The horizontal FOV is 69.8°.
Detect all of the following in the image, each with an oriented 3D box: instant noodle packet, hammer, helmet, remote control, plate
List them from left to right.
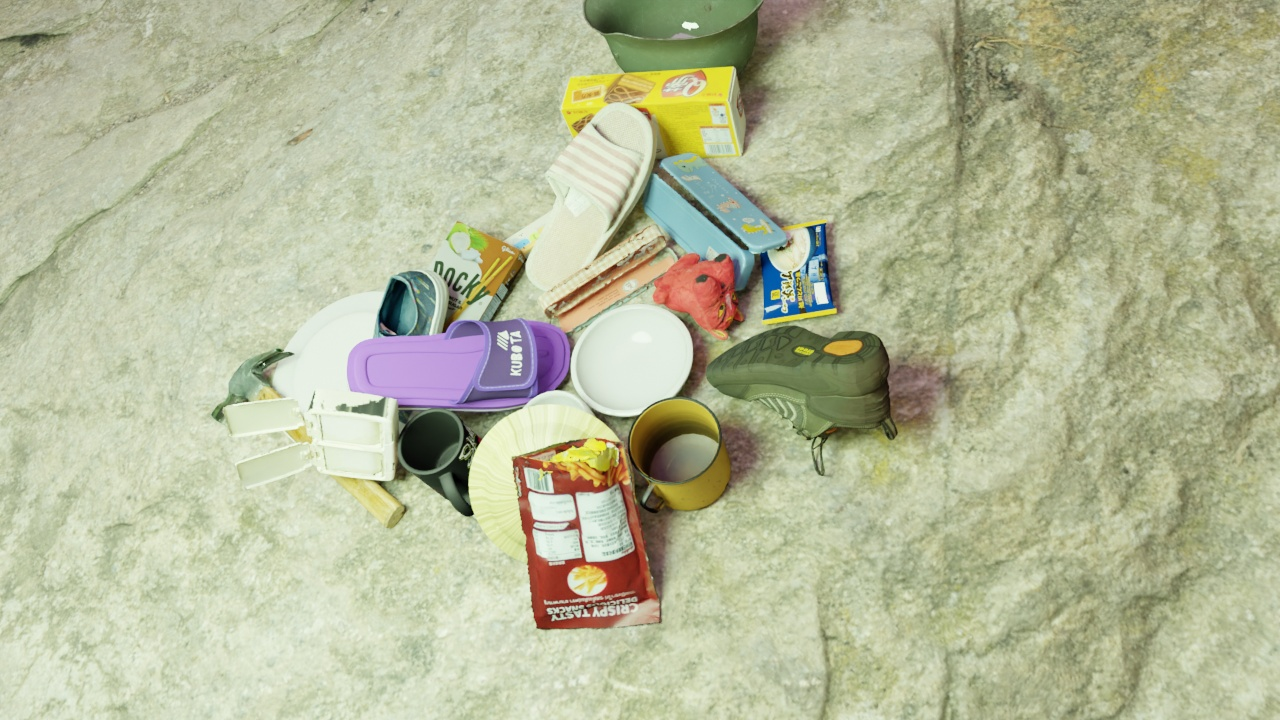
[{"bbox_3d":[-0.416,0.102,1.170,0.330,0.033,0.132,34,91,25],"label":"hammer"},{"bbox_3d":[-0.389,0.008,1.229,0.243,0.016,0.242,-7,61,13],"label":"plate"},{"bbox_3d":[-0.146,-0.167,1.249,0.125,0.018,0.038,-34,59,-5],"label":"remote control"},{"bbox_3d":[-0.099,0.142,1.002,0.184,0.036,0.184,0,96,2],"label":"plate"},{"bbox_3d":[0.053,-0.454,1.261,0.268,0.154,0.226,21,64,23],"label":"helmet"},{"bbox_3d":[0.188,-0.108,1.114,0.087,0.026,0.134,-9,61,17],"label":"instant noodle packet"}]

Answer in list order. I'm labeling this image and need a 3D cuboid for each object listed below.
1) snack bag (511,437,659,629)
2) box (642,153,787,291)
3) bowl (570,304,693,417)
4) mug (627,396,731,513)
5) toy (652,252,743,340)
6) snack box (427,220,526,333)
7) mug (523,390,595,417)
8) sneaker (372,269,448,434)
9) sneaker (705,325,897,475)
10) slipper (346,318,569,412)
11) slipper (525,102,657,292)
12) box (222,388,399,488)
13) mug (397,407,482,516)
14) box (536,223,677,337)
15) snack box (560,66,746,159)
[{"bbox_3d":[-0.060,0.190,0.959,0.139,0.066,0.208,-8,102,3],"label":"snack bag"},{"bbox_3d":[0.090,-0.177,1.163,0.085,0.073,0.209,-23,53,-25],"label":"box"},{"bbox_3d":[-0.007,0.006,1.101,0.150,0.043,0.149,-7,61,13],"label":"bowl"},{"bbox_3d":[0.039,0.115,1.000,0.100,0.094,0.123,25,71,26],"label":"mug"},{"bbox_3d":[0.063,-0.073,1.114,0.088,0.094,0.133,-45,32,-23],"label":"toy"},{"bbox_3d":[-0.241,-0.081,1.202,0.101,0.032,0.185,26,78,14],"label":"snack box"},{"bbox_3d":[-0.099,0.097,1.066,0.094,0.068,0.115,28,74,27],"label":"mug"},{"bbox_3d":[-0.299,0.000,1.129,0.087,0.079,0.235,17,94,15],"label":"sneaker"},{"bbox_3d":[0.186,0.042,1.005,0.100,0.143,0.238,-39,24,-30],"label":"sneaker"},{"bbox_3d":[-0.202,0.000,1.068,0.266,0.084,0.107,-4,73,-21],"label":"slipper"},{"bbox_3d":[-0.071,-0.206,1.173,0.115,0.052,0.263,29,98,13],"label":"slipper"},{"bbox_3d":[-0.368,0.093,1.045,0.187,0.145,0.057,-1,53,-12],"label":"box"},{"bbox_3d":[-0.219,0.126,1.068,0.082,0.098,0.118,-27,59,1],"label":"mug"},{"bbox_3d":[-0.042,-0.099,1.162,0.187,0.056,0.071,-33,91,-1],"label":"box"},{"bbox_3d":[0.019,-0.328,1.230,0.230,0.110,0.061,2,63,17],"label":"snack box"}]
